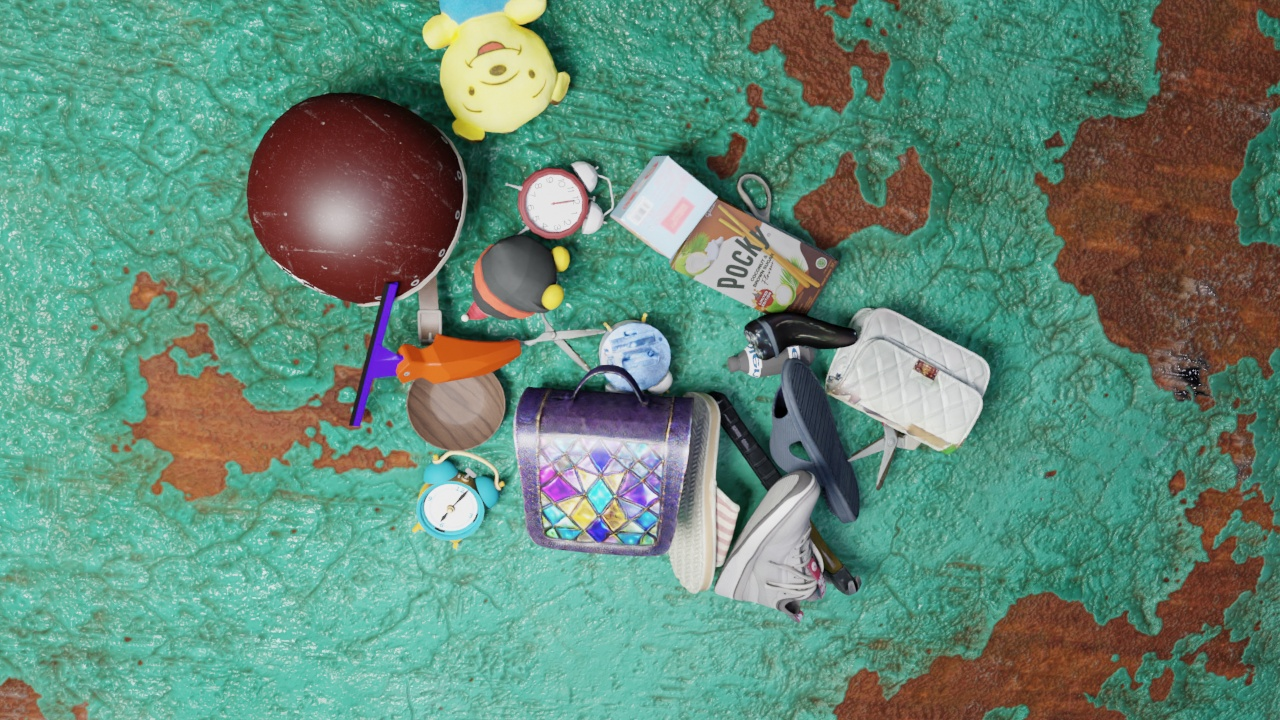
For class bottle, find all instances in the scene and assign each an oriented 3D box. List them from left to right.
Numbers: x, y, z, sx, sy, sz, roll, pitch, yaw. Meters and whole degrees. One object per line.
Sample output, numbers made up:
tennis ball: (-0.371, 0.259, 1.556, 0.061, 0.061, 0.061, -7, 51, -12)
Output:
bottle: (0.168, -0.004, 1.188, 0.112, 0.047, 0.047, -9, 104, -8)

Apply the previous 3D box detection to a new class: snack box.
snack box: (0.026, -0.184, 1.097, 0.079, 0.094, 0.093, 36, 94, -16)
snack box: (0.142, -0.124, 1.154, 0.186, 0.031, 0.101, 24, 108, -14)

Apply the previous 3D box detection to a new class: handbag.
handbag: (-0.042, 0.112, 1.111, 0.205, 0.125, 0.222, 4, 111, 4)
handbag: (0.349, 0.022, 1.190, 0.195, 0.072, 0.138, 25, 85, -9)

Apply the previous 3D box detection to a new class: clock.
clock: (-0.235, 0.174, 1.163, 0.099, 0.043, 0.130, 25, 104, -14)
clock: (-0.095, -0.191, 1.101, 0.124, 0.044, 0.087, -10, 104, -6)
clock: (-0.007, 0.007, 1.157, 0.089, 0.052, 0.125, -13, 104, -7)

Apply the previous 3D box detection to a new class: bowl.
bowl: (-0.228, 0.051, 1.139, 0.119, 0.032, 0.119, -2, 103, -9)

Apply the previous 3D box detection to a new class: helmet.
helmet: (-0.299, -0.162, 0.998, 0.234, 0.253, 0.233, 22, 89, -5)

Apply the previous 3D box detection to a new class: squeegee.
squeegee: (-0.222, -0.002, 1.059, 0.184, 0.055, 0.250, -10, 147, -34)

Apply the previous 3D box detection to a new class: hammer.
hammer: (0.189, 0.179, 1.209, 0.025, 0.118, 0.333, -37, 101, -9)

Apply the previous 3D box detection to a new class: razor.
razor: (0.200, -0.027, 1.148, 0.140, 0.053, 0.064, 5, 94, -7)

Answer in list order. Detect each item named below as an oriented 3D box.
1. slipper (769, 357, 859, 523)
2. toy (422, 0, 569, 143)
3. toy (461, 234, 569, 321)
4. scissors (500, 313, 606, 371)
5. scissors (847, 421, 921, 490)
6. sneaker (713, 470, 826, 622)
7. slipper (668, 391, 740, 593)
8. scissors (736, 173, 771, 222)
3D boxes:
slipper: (0.213, 0.116, 1.197, 0.083, 0.101, 0.264, -13, 123, 27)
toy: (-0.166, -0.363, 1.031, 0.149, 0.084, 0.214, -14, 106, 1)
toy: (-0.154, -0.092, 1.089, 0.099, 0.097, 0.119, 28, 138, -27)
scissors: (-0.119, -0.024, 1.112, 0.165, 0.014, 0.141, -32, 62, 16)
scissors: (0.370, 0.084, 1.245, 0.179, 0.015, 0.199, 10, 90, -19)
sneaker: (0.187, 0.243, 1.153, 0.129, 0.096, 0.264, 27, 136, 9)
slipper: (0.082, 0.170, 1.183, 0.052, 0.115, 0.263, -4, 102, -28)
scissors: (0.148, -0.156, 1.168, 0.153, 0.012, 0.163, -9, 108, -5)
